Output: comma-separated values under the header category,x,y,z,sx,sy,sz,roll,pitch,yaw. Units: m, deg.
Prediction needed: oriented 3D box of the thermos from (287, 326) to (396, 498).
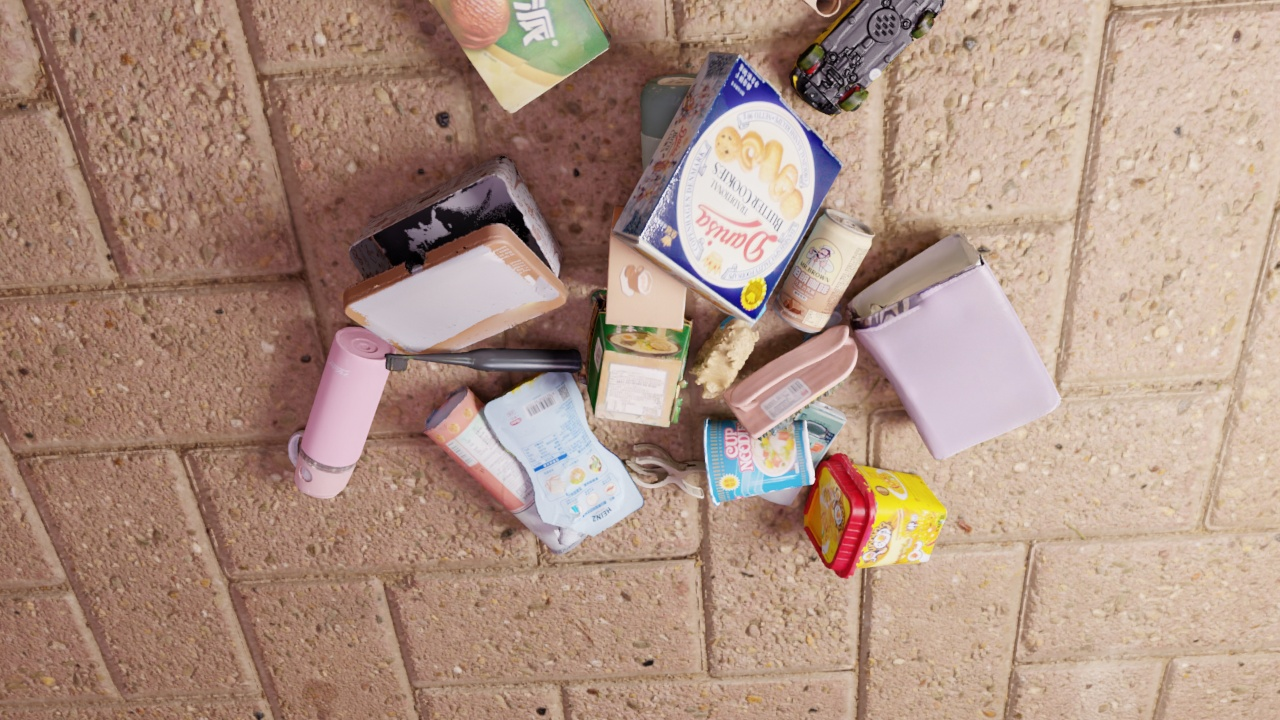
category,x,y,z,sx,sy,sz,roll,pitch,yaw
thermos,-0.336,0.056,1.011,0.087,0.067,0.199,36,118,18

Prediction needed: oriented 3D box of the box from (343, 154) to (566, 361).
category,x,y,z,sx,sy,sz,roll,pitch,yaw
box,-0.179,-0.080,0.882,0.182,0.157,0.148,-24,114,12

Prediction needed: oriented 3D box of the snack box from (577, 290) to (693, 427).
category,x,y,z,sx,sy,sz,roll,pitch,yaw
snack box,-0.006,0.006,0.953,0.117,0.105,0.118,8,116,-3

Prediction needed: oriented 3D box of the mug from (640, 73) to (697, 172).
category,x,y,z,sx,sy,sz,roll,pitch,yaw
mug,0.055,-0.211,0.862,0.111,0.082,0.106,-15,118,-22

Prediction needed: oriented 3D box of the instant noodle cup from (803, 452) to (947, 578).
category,x,y,z,sx,sy,sz,roll,pitch,yaw
instant noodle cup,0.266,0.176,1.039,0.123,0.116,0.116,5,117,-15

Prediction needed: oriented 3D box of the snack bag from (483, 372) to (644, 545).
category,x,y,z,sx,sy,sz,roll,pitch,yaw
snack bag,-0.084,0.106,1.007,0.110,0.039,0.191,-32,100,-23

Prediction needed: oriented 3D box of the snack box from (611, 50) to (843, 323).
category,x,y,z,sx,sy,sz,roll,pitch,yaw
snack box,0.084,-0.149,0.830,0.177,0.046,0.182,29,89,-43

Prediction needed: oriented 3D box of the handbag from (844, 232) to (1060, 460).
category,x,y,z,sx,sy,sz,roll,pitch,yaw
handbag,0.318,-0.011,0.945,0.145,0.098,0.197,-32,113,14

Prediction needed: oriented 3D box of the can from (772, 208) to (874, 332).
category,x,y,z,sx,sy,sz,roll,pitch,yaw
can,0.184,-0.090,0.928,0.058,0.058,0.116,21,115,-10

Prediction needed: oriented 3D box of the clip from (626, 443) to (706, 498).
category,x,y,z,sx,sy,sz,roll,pitch,yaw
clip,0.030,0.135,1.061,0.103,0.034,0.076,25,112,-20

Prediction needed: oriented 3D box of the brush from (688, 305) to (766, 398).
category,x,y,z,sx,sy,sz,roll,pitch,yaw
brush,0.122,-0.074,0.937,0.046,0.083,0.255,26,107,-5

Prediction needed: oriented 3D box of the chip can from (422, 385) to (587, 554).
category,x,y,z,sx,sy,sz,roll,pitch,yaw
chip can,-0.145,0.125,1.034,0.071,0.071,0.214,-36,111,17

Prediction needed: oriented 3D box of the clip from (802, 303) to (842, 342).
category,x,y,z,sx,sy,sz,roll,pitch,yaw
clip,0.196,-0.037,0.980,0.024,0.027,0.056,22,125,-8

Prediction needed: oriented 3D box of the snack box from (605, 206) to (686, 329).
category,x,y,z,sx,sy,sz,roll,pitch,yaw
snack box,0.007,-0.093,0.909,0.077,0.094,0.093,4,117,-1

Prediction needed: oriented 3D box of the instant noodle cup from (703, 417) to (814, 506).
category,x,y,z,sx,sy,sz,roll,pitch,yaw
instant noodle cup,0.130,0.104,1.000,0.110,0.099,0.099,-8,117,11

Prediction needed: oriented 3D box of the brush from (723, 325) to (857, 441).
category,x,y,z,sx,sy,sz,roll,pitch,yaw
brush,0.160,0.018,0.947,0.145,0.063,0.073,-33,144,1

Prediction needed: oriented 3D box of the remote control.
category,x,y,z,sx,sy,sz,roll,pitch,yaw
remote control,0.178,0.106,1.049,0.056,0.019,0.135,24,115,-11

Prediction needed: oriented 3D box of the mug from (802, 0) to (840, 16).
category,x,y,z,sx,sy,sz,roll,pitch,yaw
mug,0.112,-0.342,0.776,0.124,0.103,0.084,34,112,-15

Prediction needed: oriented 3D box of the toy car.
category,x,y,z,sx,sy,sz,roll,pitch,yaw
toy car,0.206,-0.292,0.835,0.071,0.041,0.156,38,113,-17

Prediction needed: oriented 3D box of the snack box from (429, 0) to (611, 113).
category,x,y,z,sx,sy,sz,roll,pitch,yaw
snack box,-0.135,-0.349,0.798,0.115,0.063,0.240,-29,112,13

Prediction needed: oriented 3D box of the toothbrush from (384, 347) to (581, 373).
category,x,y,z,sx,sy,sz,roll,pitch,yaw
toothbrush,-0.156,0.000,0.932,0.212,0.026,0.027,0,98,-35
